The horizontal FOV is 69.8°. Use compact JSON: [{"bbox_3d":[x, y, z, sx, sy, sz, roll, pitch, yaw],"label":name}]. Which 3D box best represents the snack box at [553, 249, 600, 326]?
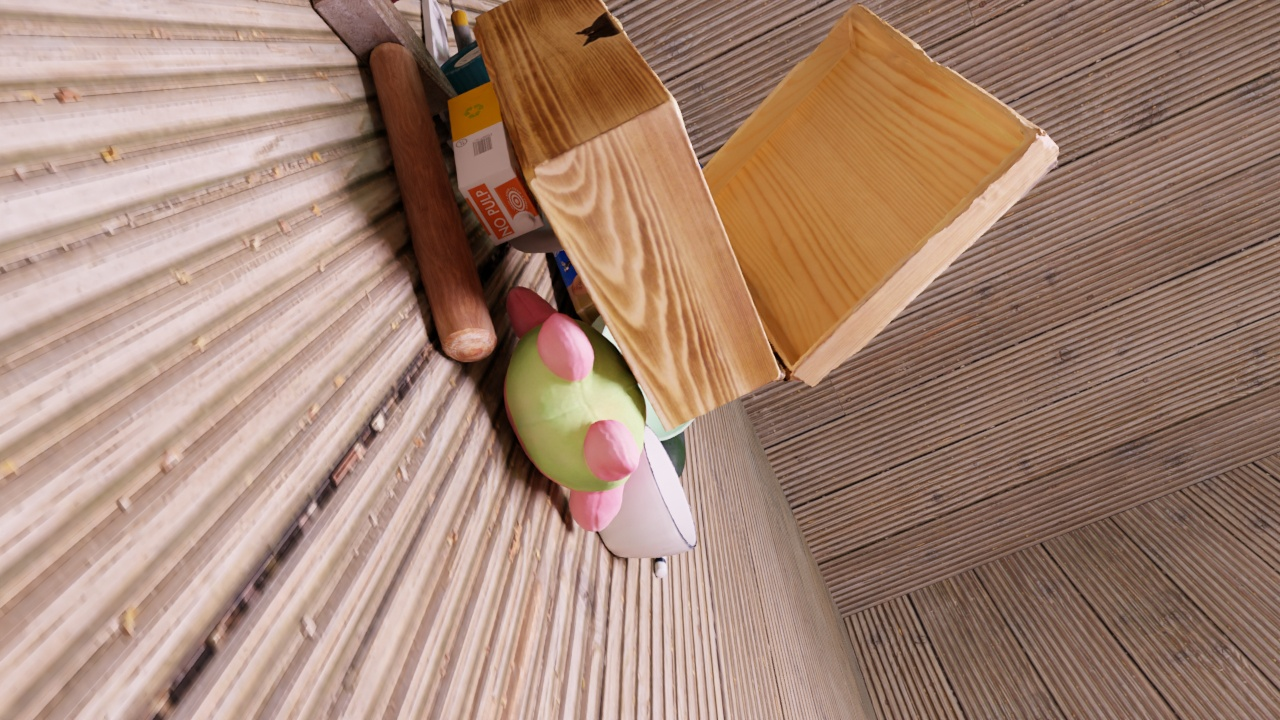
[{"bbox_3d":[-0.035,-0.087,1.061,0.155,0.069,0.202,54,8,-45],"label":"snack box"}]

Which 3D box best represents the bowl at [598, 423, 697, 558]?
[{"bbox_3d":[-0.004,0.118,0.786,0.116,0.066,0.116,-23,89,-82],"label":"bowl"}]

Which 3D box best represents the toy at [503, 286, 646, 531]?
[{"bbox_3d":[-0.048,0.032,0.687,0.237,0.097,0.192,154,-84,-86],"label":"toy"}]

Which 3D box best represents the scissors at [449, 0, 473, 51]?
[{"bbox_3d":[-0.171,-0.285,0.933,0.225,0.016,0.216,-129,-156,-72],"label":"scissors"}]

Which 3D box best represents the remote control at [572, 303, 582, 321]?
[{"bbox_3d":[-0.065,-0.038,1.029,0.140,0.009,0.030,-103,166,-53],"label":"remote control"}]

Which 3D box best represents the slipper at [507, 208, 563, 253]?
[{"bbox_3d":[-0.080,-0.150,0.954,0.265,0.113,0.081,-85,169,-62],"label":"slipper"}]

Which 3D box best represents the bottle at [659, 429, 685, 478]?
[{"bbox_3d":[0.024,0.114,1.013,0.174,0.055,0.055,-90,155,-67],"label":"bottle"}]

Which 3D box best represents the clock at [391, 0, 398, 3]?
[{"bbox_3d":[-0.221,-0.335,0.738,0.137,0.048,0.096,-105,168,-45],"label":"clock"}]

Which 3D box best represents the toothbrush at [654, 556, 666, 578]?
[{"bbox_3d":[0.020,0.173,0.966,0.186,0.012,0.017,-92,160,-68],"label":"toothbrush"}]

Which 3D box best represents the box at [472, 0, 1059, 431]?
[{"bbox_3d":[0.092,-0.150,0.682,0.279,0.323,0.284,-115,180,-50],"label":"box"}]

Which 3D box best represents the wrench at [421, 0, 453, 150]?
[{"bbox_3d":[-0.193,-0.290,0.906,0.272,0.018,0.087,-107,169,-46],"label":"wrench"}]

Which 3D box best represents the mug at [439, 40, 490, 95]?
[{"bbox_3d":[-0.109,-0.237,0.817,0.107,0.113,0.083,56,-13,-28],"label":"mug"}]

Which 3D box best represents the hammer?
[{"bbox_3d":[-0.152,-0.130,0.649,0.158,0.037,0.300,49,19,-64],"label":"hammer"}]

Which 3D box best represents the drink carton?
[{"bbox_3d":[-0.109,-0.147,0.688,0.058,0.040,0.122,61,9,-48],"label":"drink carton"}]

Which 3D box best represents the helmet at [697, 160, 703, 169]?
[{"bbox_3d":[0.002,-0.187,1.303,0.232,0.223,0.271,56,50,-50],"label":"helmet"}]

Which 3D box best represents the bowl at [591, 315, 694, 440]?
[{"bbox_3d":[-0.006,0.005,0.937,0.077,0.150,0.151,0,-56,50],"label":"bowl"}]
